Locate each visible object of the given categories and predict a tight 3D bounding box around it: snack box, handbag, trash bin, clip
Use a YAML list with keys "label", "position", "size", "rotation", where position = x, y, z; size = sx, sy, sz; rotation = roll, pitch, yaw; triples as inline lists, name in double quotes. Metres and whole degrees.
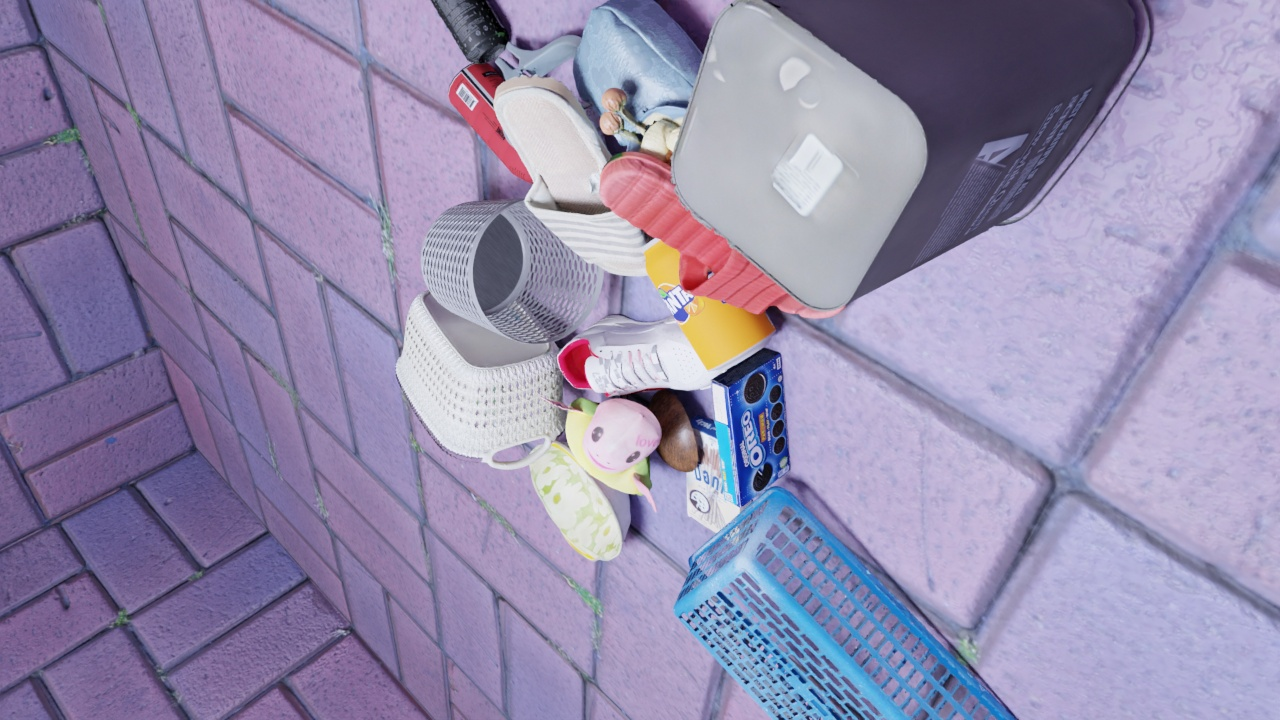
- label: "snack box"
  position: [0.114, 0.070, 0.941]
  size: [0.027, 0.082, 0.150]
  rotation: [21, 132, 43]
- label: "handbag"
  position: [0.015, -0.222, 0.802]
  size: [0.192, 0.118, 0.122]
  rotation: [47, 147, 2]
- label: "snack box"
  position: [0.091, 0.141, 1.073]
  size: [0.082, 0.026, 0.150]
  rotation: [28, 136, 35]
- label: "trash bin"
  position: [-0.156, -0.109, 1.054]
  size: [0.183, 0.156, 0.156]
  rotation: [17, 130, 56]
- label: "clip"
  position: [-0.115, -0.257, 0.932]
  size: [0.030, 0.164, 0.173]
  rotation: [27, 176, -43]
- label: "trash bin"
  position: [0.157, -0.161, 0.586]
  size: [0.197, 0.219, 0.198]
  rotation: [43, 143, 19]

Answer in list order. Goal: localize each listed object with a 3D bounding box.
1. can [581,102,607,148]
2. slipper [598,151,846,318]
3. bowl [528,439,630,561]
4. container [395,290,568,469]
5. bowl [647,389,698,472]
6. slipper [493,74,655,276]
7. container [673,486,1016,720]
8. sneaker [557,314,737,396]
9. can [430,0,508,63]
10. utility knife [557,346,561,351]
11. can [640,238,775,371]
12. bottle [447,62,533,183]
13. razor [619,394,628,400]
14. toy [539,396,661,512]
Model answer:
- label: "can"
  position: [-0.060, -0.211, 0.956]
  size: [0.055, 0.054, 0.102]
  rotation: [13, 126, 46]
- label: "slipper"
  position: [0.069, -0.092, 0.802]
  size: [0.248, 0.059, 0.104]
  rotation: [27, 151, -12]
- label: "bowl"
  position: [-0.073, 0.183, 1.274]
  size: [0.188, 0.060, 0.220]
  rotation: [30, 141, 35]
- label: "container"
  position: [-0.202, 0.007, 1.179]
  size: [0.251, 0.184, 0.143]
  rotation: [48, 138, 39]
- label: "bowl"
  position: [0.029, 0.086, 1.073]
  size: [0.114, 0.026, 0.102]
  rotation: [-10, 97, 71]
- label: "slipper"
  position: [-0.057, -0.163, 0.892]
  size: [0.115, 0.053, 0.273]
  rotation: [4, 149, 30]
- label: "container"
  position: [0.201, 0.337, 1.015]
  size: [0.362, 0.089, 0.258]
  rotation: [45, 144, 9]
- label: "sneaker"
  position: [-0.006, 0.005, 1.016]
  size: [0.237, 0.104, 0.090]
  rotation: [8, 122, 47]
- label: "can"
  position: [-0.195, -0.387, 0.984]
  size: [0.137, 0.053, 0.054]
  rotation: [58, 146, -1]
- label: "utility knife"
  position: [-0.083, 0.006, 1.187]
  size: [0.147, 0.015, 0.022]
  rotation: [28, 136, 39]
- label: "can"
  position: [0.065, -0.065, 0.897]
  size: [0.142, 0.078, 0.079]
  rotation: [58, 146, -2]
- label: "bottle"
  position: [-0.137, -0.249, 1.015]
  size: [0.176, 0.062, 0.062]
  rotation: [49, 145, 11]
- label: "razor"
  position: [-0.020, 0.062, 1.153]
  size: [0.042, 0.026, 0.106]
  rotation: [27, 131, 39]
- label: "toy"
  position: [-0.035, 0.098, 1.077]
  size: [0.190, 0.087, 0.238]
  rotation: [47, 164, 9]
